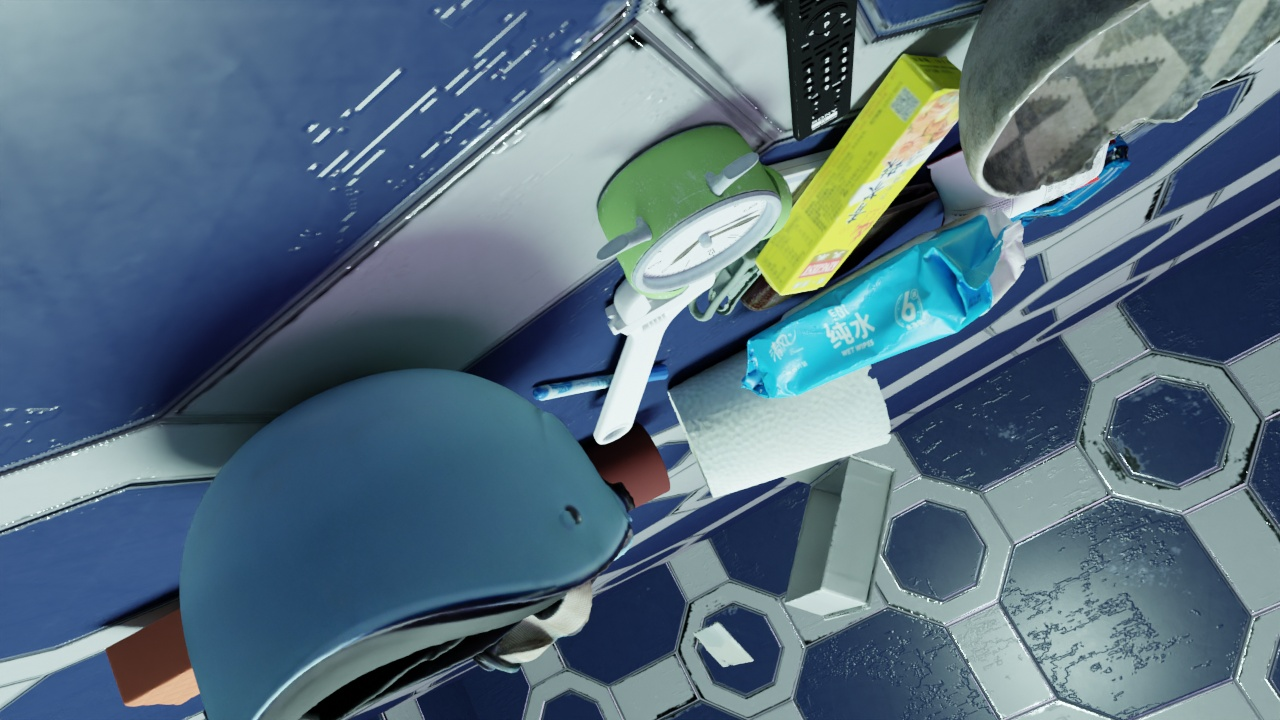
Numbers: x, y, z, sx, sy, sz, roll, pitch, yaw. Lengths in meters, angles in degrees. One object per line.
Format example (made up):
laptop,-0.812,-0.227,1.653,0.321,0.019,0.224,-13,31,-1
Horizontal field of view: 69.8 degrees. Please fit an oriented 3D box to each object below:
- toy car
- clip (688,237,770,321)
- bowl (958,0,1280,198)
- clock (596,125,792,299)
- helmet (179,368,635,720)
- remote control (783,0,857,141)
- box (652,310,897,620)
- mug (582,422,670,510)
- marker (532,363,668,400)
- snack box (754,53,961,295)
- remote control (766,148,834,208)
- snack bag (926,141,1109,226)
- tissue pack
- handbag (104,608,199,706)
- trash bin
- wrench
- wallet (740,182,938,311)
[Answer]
toy car,0.336,-0.141,0.744,0.056,0.043,0.120,-9,156,-50
clip,0.058,-0.052,0.593,0.045,0.023,0.076,-16,158,-33
bowl,0.210,-0.157,0.403,0.178,0.081,0.179,-26,163,-8
clock,0.026,-0.070,0.443,0.094,0.042,0.119,-30,164,10
helmet,-0.118,0.097,0.491,0.225,0.166,0.266,-26,163,-1
remote control,0.077,-0.132,0.390,0.030,0.009,0.140,-29,165,4
box,0.147,0.125,1.105,0.171,0.380,0.168,-41,169,-19
mug,-0.030,0.107,0.884,0.082,0.073,0.106,-24,-166,-13
marker,-0.027,0.016,0.685,0.141,0.013,0.013,-9,155,-49
snack box,0.118,-0.096,0.497,0.040,0.029,0.148,-13,149,-38
remote control,0.108,-0.104,0.529,0.135,0.011,0.050,-20,163,-28
snack bag,0.272,-0.131,0.656,0.131,0.039,0.144,-23,157,12
tissue pack,0.169,-0.036,0.666,0.116,0.066,0.210,-31,-179,-43
handbag,-0.295,0.195,0.705,0.171,0.060,0.109,-28,160,-10
trash bin,0.118,0.043,0.819,0.161,0.133,0.133,-23,165,0
wrench,-0.004,0.004,0.643,0.066,0.018,0.274,-23,160,-19
wallet,0.133,-0.080,0.624,0.119,0.031,0.100,-20,166,-35
